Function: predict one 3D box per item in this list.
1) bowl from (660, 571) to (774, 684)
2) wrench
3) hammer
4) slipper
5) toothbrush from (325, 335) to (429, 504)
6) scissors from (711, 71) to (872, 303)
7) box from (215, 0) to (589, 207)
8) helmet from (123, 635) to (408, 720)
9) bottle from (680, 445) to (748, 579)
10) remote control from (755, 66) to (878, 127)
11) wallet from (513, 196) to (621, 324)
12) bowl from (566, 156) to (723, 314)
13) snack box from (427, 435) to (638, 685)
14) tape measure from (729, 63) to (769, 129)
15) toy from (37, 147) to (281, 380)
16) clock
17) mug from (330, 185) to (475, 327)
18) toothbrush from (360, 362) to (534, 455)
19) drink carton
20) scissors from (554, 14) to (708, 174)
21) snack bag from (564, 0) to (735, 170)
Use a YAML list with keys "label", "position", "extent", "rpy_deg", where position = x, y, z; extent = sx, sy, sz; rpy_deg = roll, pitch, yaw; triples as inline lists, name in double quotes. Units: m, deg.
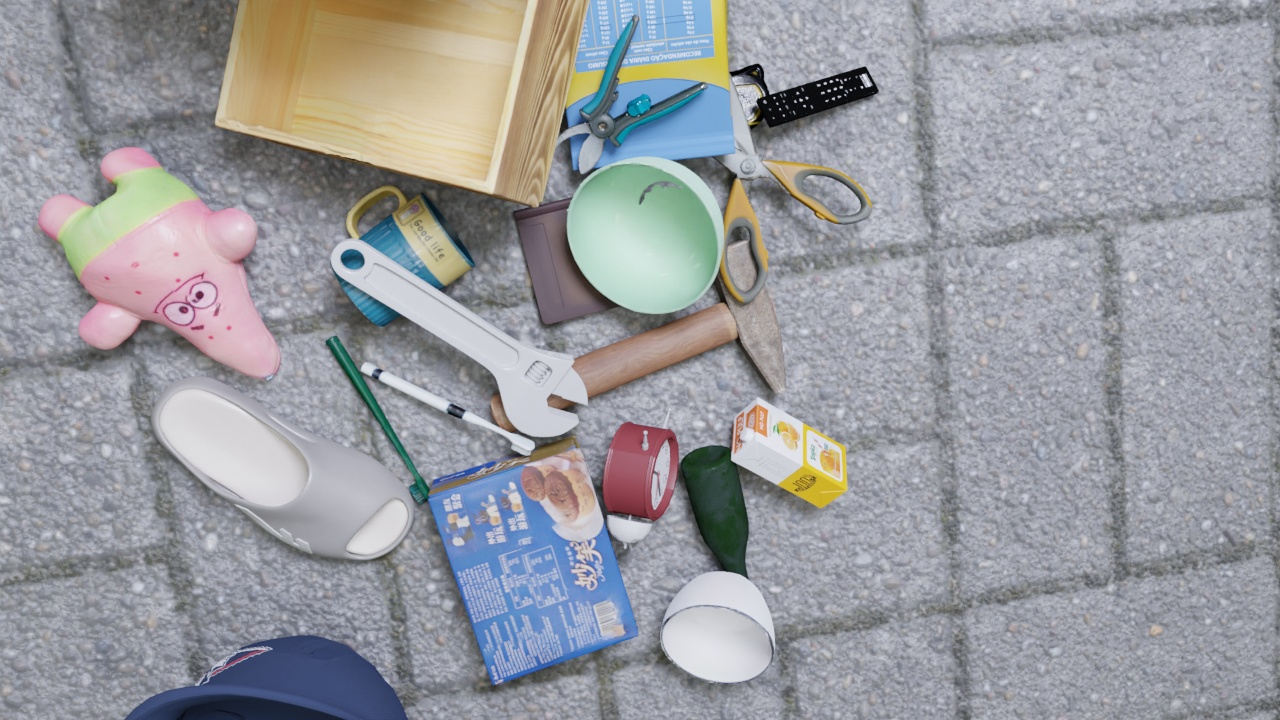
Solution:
- label: "bowl"
  position: [0.082, 0.268, 0.940]
  extent: [0.116, 0.065, 0.116]
  rpy_deg: [7, 123, 10]
- label: "wrench"
  position: [-0.164, -0.017, 0.841]
  extent: [0.273, 0.018, 0.087]
  rpy_deg: [33, 103, -21]
- label: "hammer"
  position: [-0.005, 0.005, 0.919]
  extent: [0.300, 0.037, 0.158]
  rpy_deg: [-22, 101, -4]
- label: "slipper"
  position: [-0.342, 0.110, 0.867]
  extent: [0.266, 0.080, 0.113]
  rpy_deg: [36, 89, -11]
- label: "toothbrush"
  position: [-0.257, 0.061, 0.904]
  extent: [0.017, 0.016, 0.190]
  rpy_deg: [-28, 101, 1]
- label: "scissors"
  position: [0.124, -0.173, 0.882]
  extent: [0.216, 0.016, 0.225]
  rpy_deg: [-9, 97, -4]
- label: "box"
  position: [-0.220, -0.298, 0.660]
  extent: [0.279, 0.323, 0.284]
  rpy_deg: [16, 95, 18]
- label: "helmet"
  position: [-0.332, 0.355, 0.829]
  extent: [0.232, 0.222, 0.272]
  rpy_deg: [-30, 132, 11]
- label: "bottle"
  position: [0.088, 0.176, 0.950]
  extent: [0.055, 0.055, 0.174]
  rpy_deg: [-17, 109, -5]
- label: "remote control"
  position: [0.173, -0.256, 0.889]
  extent: [0.139, 0.009, 0.030]
  rpy_deg: [-23, 83, -25]
- label: "wallet"
  position: [-0.067, -0.101, 0.905]
  extent: [0.091, 0.018, 0.115]
  rpy_deg: [-14, 98, -5]
- label: "bowl"
  position: [0.014, -0.126, 0.856]
  extent: [0.151, 0.076, 0.151]
  rpy_deg: [13, 126, 18]
- label: "snack box"
  position: [-0.106, 0.197, 0.918]
  extent: [0.155, 0.069, 0.203]
  rpy_deg: [-18, 101, -4]
- label: "tape measure"
  position: [0.094, -0.253, 0.894]
  extent: [0.061, 0.034, 0.061]
  rpy_deg: [-13, 97, -3]
- label: "toy"
  position: [-0.416, -0.072, 0.826]
  extent: [0.192, 0.096, 0.237]
  rpy_deg: [-36, 109, 7]
- label: "clock"
  position: [0.002, 0.120, 0.905]
  extent: [0.048, 0.096, 0.138]
  rpy_deg: [8, 109, 20]
- label: "mug"
  position: [-0.229, -0.104, 0.856]
  extent: [0.107, 0.083, 0.113]
  rpy_deg: [-35, 80, 2]
- label: "toothbrush"
  position: [-0.189, 0.048, 0.895]
  extent: [0.187, 0.012, 0.017]
  rpy_deg: [26, 129, 2]
- label: "drink carton"
  position: [0.149, 0.093, 0.929]
  extent: [0.122, 0.058, 0.040]
  rpy_deg: [29, 132, -18]
- label: "scissors"
  position: [-0.016, -0.234, 0.807]
  extent: [0.154, 0.019, 0.124]
  rpy_deg: [-13, 123, 8]
- label: "snack bag"
  position: [0.002, -0.284, 0.833]
  extent: [0.159, 0.102, 0.205]
  rpy_deg: [-5, 102, 5]
